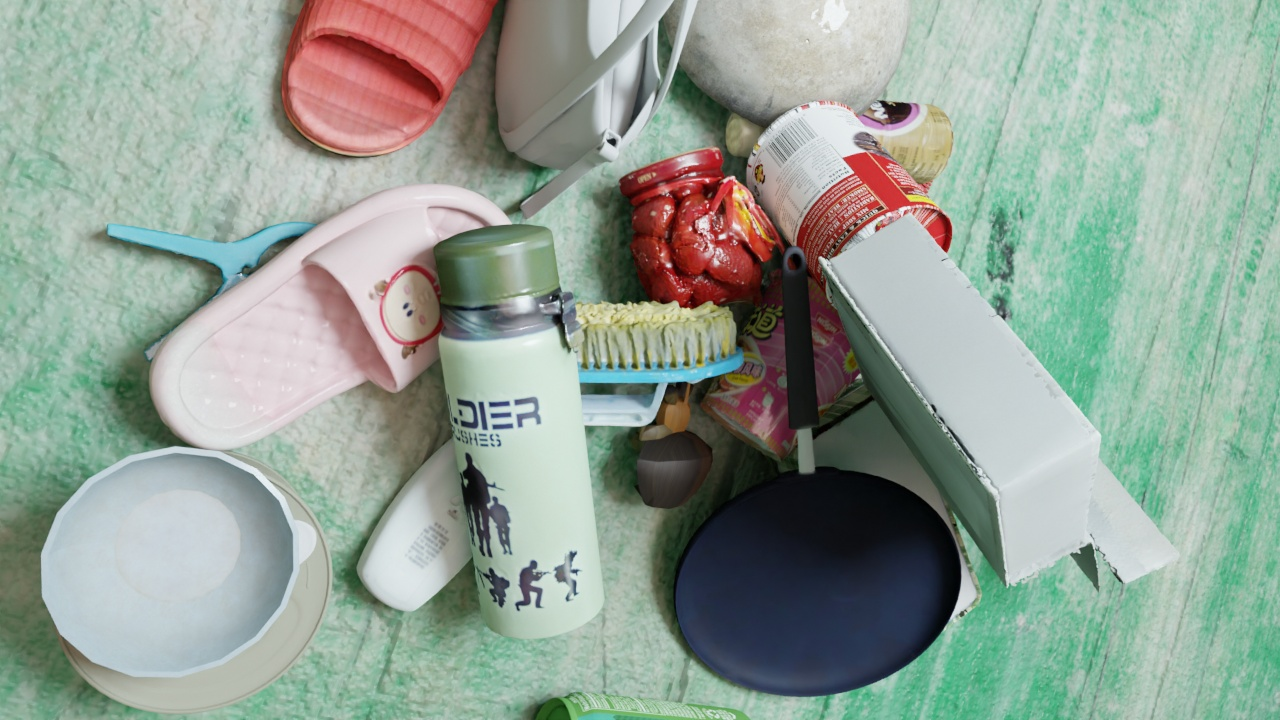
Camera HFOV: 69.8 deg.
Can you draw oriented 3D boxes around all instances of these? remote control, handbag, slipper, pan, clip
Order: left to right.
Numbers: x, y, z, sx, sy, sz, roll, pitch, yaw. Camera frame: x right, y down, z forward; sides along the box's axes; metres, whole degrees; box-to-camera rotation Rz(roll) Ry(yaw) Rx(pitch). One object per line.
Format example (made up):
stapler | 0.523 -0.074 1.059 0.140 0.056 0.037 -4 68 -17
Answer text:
clip | -0.229 -0.059 0.516 0.119 0.027 0.102 -14 105 -25
slipper | -0.162 -0.025 0.515 0.221 0.056 0.107 -33 130 -24
slipper | -0.131 -0.236 0.536 0.103 0.059 0.248 22 82 -24
remote control | -0.125 0.101 0.570 0.060 0.028 0.114 43 73 -23
handbag | -0.010 -0.189 0.503 0.095 0.223 0.216 7 89 -24
pan | 0.111 0.090 0.605 0.199 0.021 0.357 -8 118 3

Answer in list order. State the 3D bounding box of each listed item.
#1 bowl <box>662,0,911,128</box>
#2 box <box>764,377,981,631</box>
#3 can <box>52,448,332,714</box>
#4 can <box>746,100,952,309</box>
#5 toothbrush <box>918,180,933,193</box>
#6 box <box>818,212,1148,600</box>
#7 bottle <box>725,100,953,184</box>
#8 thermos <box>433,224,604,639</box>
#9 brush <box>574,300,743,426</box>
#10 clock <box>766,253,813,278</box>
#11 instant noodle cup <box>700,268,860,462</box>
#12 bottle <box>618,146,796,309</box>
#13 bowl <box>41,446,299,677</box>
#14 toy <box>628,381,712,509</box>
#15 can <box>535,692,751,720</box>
bowl | 0.108 -0.249 0.609 0.178 0.081 0.178 2 80 -12
box | 0.179 0.125 0.705 0.117 0.051 0.205 -30 104 -18
can | -0.237 0.113 0.494 0.127 0.073 0.128 -1 93 -25
can | 0.131 -0.100 0.592 0.086 0.116 0.087 -16 141 -13
toothbrush | 0.181 -0.070 0.715 0.018 0.012 0.212 35 78 -23
box | 0.232 0.059 0.593 0.098 0.166 0.368 -34 145 11
bottle | 0.143 -0.161 0.669 0.166 0.060 0.059 -1 93 -18
thermos | -0.066 0.039 0.525 0.082 0.082 0.231 -12 107 -24
brush | -0.003 0.003 0.574 0.136 0.055 0.075 0 115 13
clock | 0.163 -0.068 0.680 0.123 0.044 0.091 29 78 -5
instant noodle cup | 0.102 0.008 0.642 0.097 0.098 0.108 39 83 -22
bottle | 0.040 -0.078 0.600 0.098 0.099 0.111 -19 95 -23
bowl | -0.220 0.092 0.436 0.106 0.039 0.106 -1 93 -25
toy | 0.021 0.050 0.620 0.076 0.063 0.100 -17 119 -59
can | 0.004 0.269 0.609 0.144 0.083 0.083 16 85 -25
